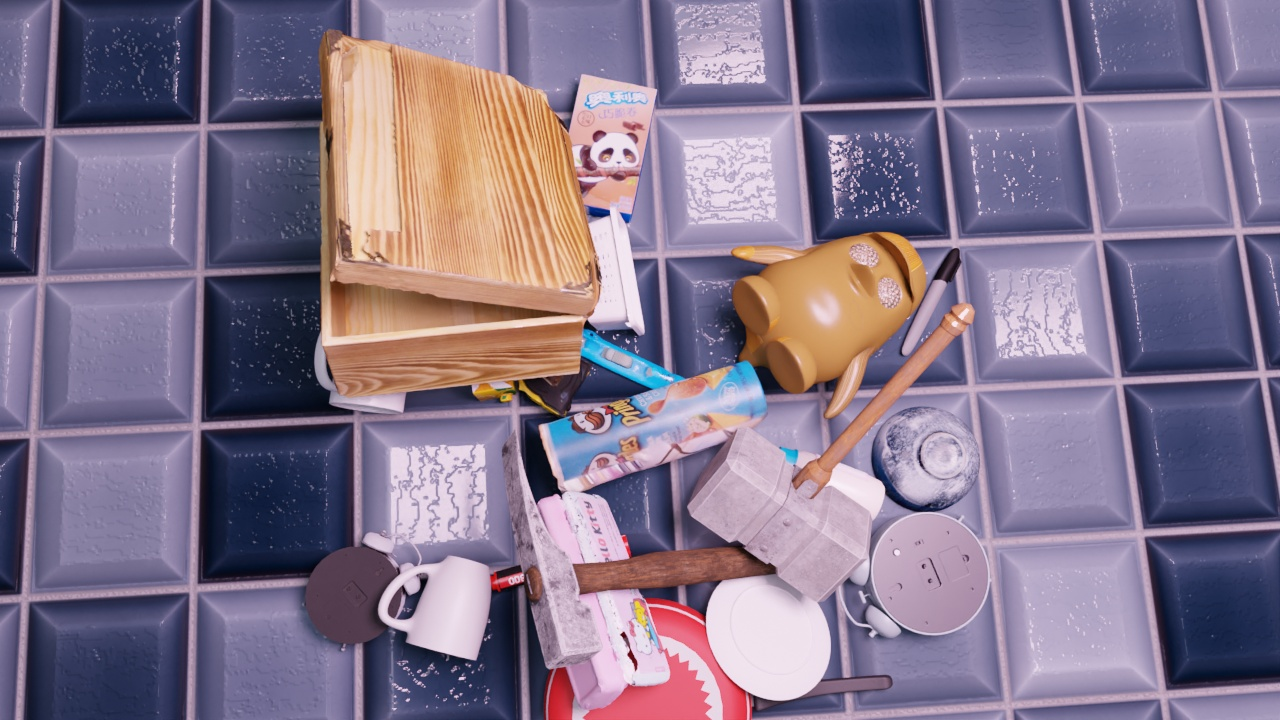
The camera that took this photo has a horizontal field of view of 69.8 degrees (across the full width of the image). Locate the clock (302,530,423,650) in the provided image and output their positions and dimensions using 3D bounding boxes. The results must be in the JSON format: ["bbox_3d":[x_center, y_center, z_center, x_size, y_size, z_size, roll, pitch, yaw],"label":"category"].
[{"bbox_3d":[-0.277,0.228,0.929,0.122,0.035,0.094,-43,85,-9],"label":"clock"}]

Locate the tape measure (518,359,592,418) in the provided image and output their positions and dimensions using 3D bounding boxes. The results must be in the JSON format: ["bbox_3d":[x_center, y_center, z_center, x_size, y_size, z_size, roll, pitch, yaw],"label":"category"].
[{"bbox_3d":[-0.094,0.015,0.970,0.072,0.042,0.071,28,84,5],"label":"tape measure"}]

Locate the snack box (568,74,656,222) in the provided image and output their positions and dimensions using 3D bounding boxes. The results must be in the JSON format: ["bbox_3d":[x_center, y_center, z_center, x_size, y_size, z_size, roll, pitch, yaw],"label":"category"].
[{"bbox_3d":[-0.038,-0.235,1.017,0.087,0.034,0.151,11,80,-1],"label":"snack box"}]

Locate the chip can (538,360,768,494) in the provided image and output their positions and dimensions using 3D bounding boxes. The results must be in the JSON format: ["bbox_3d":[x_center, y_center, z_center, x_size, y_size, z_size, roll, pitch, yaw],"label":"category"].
[{"bbox_3d":[0.014,0.070,0.946,0.229,0.080,0.079,-18,82,-3],"label":"chip can"}]

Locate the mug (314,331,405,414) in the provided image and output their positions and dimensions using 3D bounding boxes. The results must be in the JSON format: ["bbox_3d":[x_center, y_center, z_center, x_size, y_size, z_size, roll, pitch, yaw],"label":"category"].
[{"bbox_3d":[-0.285,0.001,0.930,0.074,0.110,0.090,1,79,29],"label":"mug"}]

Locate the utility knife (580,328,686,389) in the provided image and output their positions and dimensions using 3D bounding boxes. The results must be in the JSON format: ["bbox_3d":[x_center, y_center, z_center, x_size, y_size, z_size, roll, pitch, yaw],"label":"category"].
[{"bbox_3d":[-0.006,0.006,0.990,0.173,0.015,0.031,24,85,0],"label":"utility knife"}]

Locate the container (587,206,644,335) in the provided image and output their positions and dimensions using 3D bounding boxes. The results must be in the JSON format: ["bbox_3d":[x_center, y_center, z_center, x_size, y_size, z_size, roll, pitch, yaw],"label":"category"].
[{"bbox_3d":[-0.035,-0.090,0.974,0.049,0.081,0.129,-11,81,7],"label":"container"}]

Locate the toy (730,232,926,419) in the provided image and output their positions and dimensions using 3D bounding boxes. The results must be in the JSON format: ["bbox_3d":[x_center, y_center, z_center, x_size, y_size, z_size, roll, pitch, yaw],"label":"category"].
[{"bbox_3d":[0.208,-0.062,0.946,0.203,0.163,0.198,-28,85,-18],"label":"toy"}]

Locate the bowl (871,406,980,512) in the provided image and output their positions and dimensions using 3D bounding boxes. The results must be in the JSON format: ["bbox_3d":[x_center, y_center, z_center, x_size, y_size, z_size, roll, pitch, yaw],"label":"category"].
[{"bbox_3d":[0.307,0.102,0.964,0.114,0.061,0.114,0,81,-2],"label":"bowl"}]

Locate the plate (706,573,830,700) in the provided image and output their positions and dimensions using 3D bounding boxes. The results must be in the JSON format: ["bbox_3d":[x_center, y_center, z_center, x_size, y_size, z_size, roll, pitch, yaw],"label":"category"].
[{"bbox_3d":[0.131,0.270,0.921,0.134,0.011,0.134,10,54,-14],"label":"plate"}]

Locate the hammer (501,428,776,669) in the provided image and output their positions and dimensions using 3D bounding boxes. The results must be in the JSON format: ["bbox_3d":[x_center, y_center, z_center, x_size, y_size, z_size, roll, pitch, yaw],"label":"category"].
[{"bbox_3d":[0.016,0.168,0.895,0.300,0.037,0.217,3,54,-34],"label":"hammer"}]

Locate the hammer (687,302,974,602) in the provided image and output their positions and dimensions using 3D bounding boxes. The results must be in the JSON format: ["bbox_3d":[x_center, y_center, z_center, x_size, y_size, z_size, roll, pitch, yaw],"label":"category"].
[{"bbox_3d":[0.197,0.067,0.848,0.163,0.082,0.319,35,120,0],"label":"hammer"}]

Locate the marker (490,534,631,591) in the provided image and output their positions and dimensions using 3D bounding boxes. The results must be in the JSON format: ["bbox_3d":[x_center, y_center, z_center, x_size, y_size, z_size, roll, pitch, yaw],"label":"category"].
[{"bbox_3d":[-0.083,0.211,0.947,0.145,0.021,0.023,-15,59,-5],"label":"marker"}]

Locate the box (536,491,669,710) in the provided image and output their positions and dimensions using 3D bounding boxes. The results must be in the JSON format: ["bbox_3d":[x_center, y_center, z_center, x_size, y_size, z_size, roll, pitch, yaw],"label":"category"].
[{"bbox_3d":[-0.036,0.223,0.891,0.095,0.088,0.201,-6,58,-28],"label":"box"}]

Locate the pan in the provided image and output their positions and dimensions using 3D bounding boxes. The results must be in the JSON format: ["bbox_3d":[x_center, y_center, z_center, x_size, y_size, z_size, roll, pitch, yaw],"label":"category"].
[{"bbox_3d":[0.080,0.340,0.918,0.356,0.067,0.208,-5,79,0],"label":"pan"}]

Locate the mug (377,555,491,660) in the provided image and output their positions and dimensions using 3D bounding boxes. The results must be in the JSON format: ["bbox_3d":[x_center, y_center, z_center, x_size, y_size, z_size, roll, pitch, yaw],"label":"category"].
[{"bbox_3d":[-0.201,0.238,0.908,0.107,0.071,0.089,21,71,-17],"label":"mug"}]

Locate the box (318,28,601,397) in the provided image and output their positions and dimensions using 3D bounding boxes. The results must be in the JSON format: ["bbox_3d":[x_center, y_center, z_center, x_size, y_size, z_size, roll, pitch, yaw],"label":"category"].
[{"bbox_3d":[-0.168,-0.142,0.857,0.257,0.216,0.278,-5,57,-12],"label":"box"}]

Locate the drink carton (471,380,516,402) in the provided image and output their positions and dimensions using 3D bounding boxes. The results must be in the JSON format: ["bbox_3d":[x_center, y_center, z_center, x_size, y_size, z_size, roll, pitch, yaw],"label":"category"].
[{"bbox_3d":[-0.161,-0.017,0.963,0.041,0.058,0.122,-11,81,-5],"label":"drink carton"}]

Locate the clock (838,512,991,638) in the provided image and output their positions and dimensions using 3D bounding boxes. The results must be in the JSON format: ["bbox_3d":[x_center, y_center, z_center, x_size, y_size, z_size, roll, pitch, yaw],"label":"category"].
[{"bbox_3d":[0.282,0.224,0.951,0.159,0.045,0.122,-21,82,-5],"label":"clock"}]

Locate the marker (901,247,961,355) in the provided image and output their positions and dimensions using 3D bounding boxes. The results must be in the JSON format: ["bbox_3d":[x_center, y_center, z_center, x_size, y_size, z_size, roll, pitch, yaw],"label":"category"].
[{"bbox_3d":[0.324,-0.064,1.016,0.022,0.016,0.138,32,81,-21],"label":"marker"}]

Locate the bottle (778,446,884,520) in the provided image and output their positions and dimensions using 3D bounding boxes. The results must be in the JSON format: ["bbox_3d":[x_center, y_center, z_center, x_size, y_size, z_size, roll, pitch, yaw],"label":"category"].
[{"bbox_3d":[0.180,0.123,0.959,0.146,0.051,0.051,21,80,1],"label":"bottle"}]
